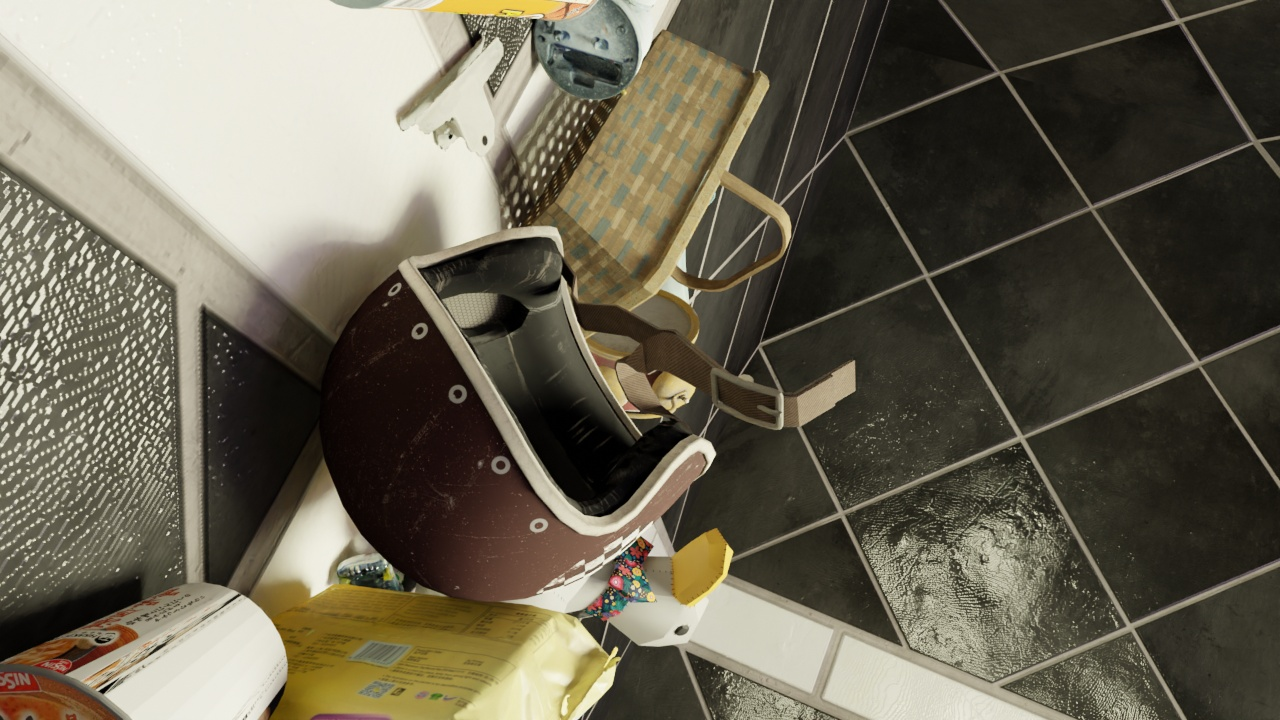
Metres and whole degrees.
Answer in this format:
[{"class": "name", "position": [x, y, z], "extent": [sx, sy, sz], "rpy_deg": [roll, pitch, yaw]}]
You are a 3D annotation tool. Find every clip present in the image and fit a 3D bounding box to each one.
[{"class": "clip", "position": [-0.121, -0.162, 0.593], "extent": [0.056, 0.046, 0.101], "rpy_deg": [88, 26, -49]}]

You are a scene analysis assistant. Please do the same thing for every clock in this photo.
[{"class": "clock", "position": [-0.005, 0.005, 0.852], "extent": [0.158, 0.117, 0.081], "rpy_deg": [-100, -169, -52]}, {"class": "clock", "position": [-0.030, -0.252, 0.670], "extent": [0.056, 0.083, 0.118], "rpy_deg": [-63, 170, -47]}]

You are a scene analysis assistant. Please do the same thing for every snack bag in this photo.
[{"class": "snack bag", "position": [-0.154, 0.194, 0.544], "extent": [0.159, 0.248, 0.068], "rpy_deg": [-31, 117, -61]}]

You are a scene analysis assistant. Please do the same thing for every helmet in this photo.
[{"class": "helmet", "position": [-0.064, 0.032, 0.571], "extent": [0.253, 0.233, 0.234], "rpy_deg": [-28, 157, -17]}]

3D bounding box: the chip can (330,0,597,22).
[{"class": "chip can", "position": [-0.088, -0.223, 0.488], "extent": [0.214, 0.075, 0.075], "rpy_deg": [-43, 150, -63]}]

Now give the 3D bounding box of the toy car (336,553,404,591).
[{"class": "toy car", "position": [-0.205, 0.171, 0.704], "extent": [0.090, 0.038, 0.027], "rpy_deg": [94, -20, -54]}]

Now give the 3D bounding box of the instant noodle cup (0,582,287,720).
[{"class": "instant noodle cup", "position": [-0.233, 0.168, 0.424], "extent": [0.121, 0.123, 0.124], "rpy_deg": [-55, 163, -77]}]

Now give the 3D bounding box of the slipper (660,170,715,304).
[{"class": "slipper", "position": [0.046, -0.171, 0.999], "extent": [0.104, 0.074, 0.245], "rpy_deg": [1, 86, -82]}]

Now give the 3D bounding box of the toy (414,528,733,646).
[{"class": "toy", "position": [-0.077, 0.174, 0.749], "extent": [0.247, 0.267, 0.140], "rpy_deg": [-41, -153, 23]}]

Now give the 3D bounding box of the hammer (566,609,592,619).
[{"class": "hammer", "position": [-0.079, 0.064, 0.852], "extent": [0.217, 0.037, 0.301], "rpy_deg": [-129, -143, -57]}]

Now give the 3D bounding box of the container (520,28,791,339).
[{"class": "container", "position": [0.028, -0.132, 0.783], "extent": [0.158, 0.186, 0.249], "rpy_deg": [-28, -149, 58]}]

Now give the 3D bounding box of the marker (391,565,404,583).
[{"class": "marker", "position": [-0.222, 0.214, 0.741], "extent": [0.017, 0.017, 0.145], "rpy_deg": [86, 27, -61]}]
